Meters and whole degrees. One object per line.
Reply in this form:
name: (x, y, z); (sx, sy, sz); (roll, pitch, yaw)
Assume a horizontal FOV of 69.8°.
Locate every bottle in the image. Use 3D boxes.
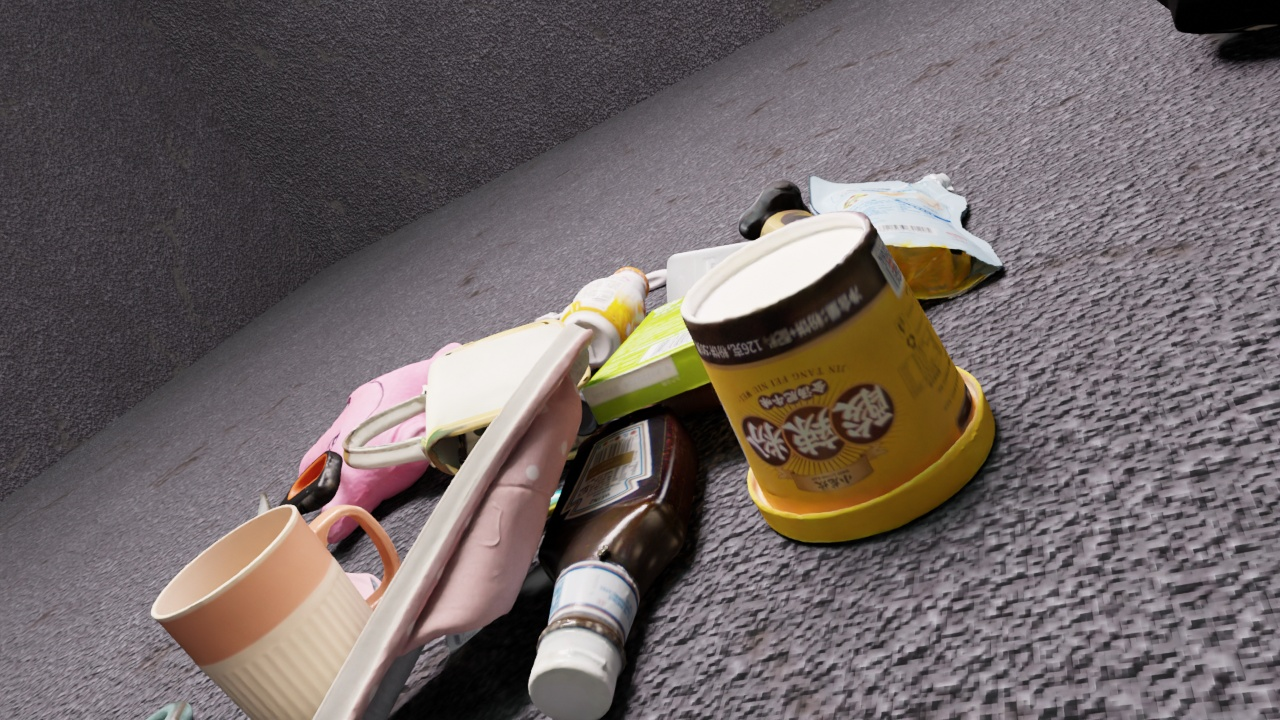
bottle: (-0.025, -0.041, 0.778); (0.063, 0.063, 0.108); (-19, 23, 31)
bottle: (-0.015, 0.093, 0.458); (0.080, 0.044, 0.194); (-27, 20, 21)

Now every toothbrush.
toothbrush: (-0.039, -0.061, 0.927); (0.181, 0.016, 0.016); (-18, 17, 35)
toothbrush: (-0.004, 0.004, 0.650); (0.027, 0.026, 0.212); (-25, 7, 24)

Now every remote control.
remote control: (0.066, -0.061, 0.712); (0.020, 0.056, 0.136); (-3, 1, -34)

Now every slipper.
slipper: (-0.084, 0.099, 0.460); (0.273, 0.054, 0.114); (-60, 4, -23)

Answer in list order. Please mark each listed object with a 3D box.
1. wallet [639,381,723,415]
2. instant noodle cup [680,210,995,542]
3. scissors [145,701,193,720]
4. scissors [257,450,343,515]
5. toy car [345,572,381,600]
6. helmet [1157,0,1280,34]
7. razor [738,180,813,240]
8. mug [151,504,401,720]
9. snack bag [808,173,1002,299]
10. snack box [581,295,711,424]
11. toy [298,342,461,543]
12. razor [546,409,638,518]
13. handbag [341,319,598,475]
wallet: (0.059, -0.004, 0.613); (0.124, 0.032, 0.101); (-42, 19, -31)
instant noodle cup: (0.085, 0.003, 0.423); (0.118, 0.114, 0.118); (-26, 20, 10)
scissors: (-0.279, 0.248, 0.503); (0.170, 0.019, 0.171); (-21, 20, 22)
scissors: (-0.293, 0.142, 0.729); (0.228, 0.021, 0.220); (-48, 26, 17)
toy car: (-0.213, 0.160, 0.597); (0.123, 0.037, 0.056); (-12, 28, 42)
helmet: (0.430, -0.326, 0.567); (0.233, 0.230, 0.275); (-48, 34, -19)
razor: (0.123, -0.091, 0.692); (0.062, 0.068, 0.167); (-5, 24, -9)
mug: (-0.181, 0.136, 0.499); (0.082, 0.106, 0.114); (-9, 28, 47)
snack bag: (0.173, -0.094, 0.627); (0.110, 0.039, 0.190); (-6, 26, 11)
snack box: (0.027, -0.014, 0.576); (0.086, 0.026, 0.156); (-23, 12, 23)
toy: (-0.227, 0.074, 0.771); (0.179, 0.074, 0.194); (-29, 30, 21)
razor: (-0.046, 0.076, 0.569); (0.132, 0.028, 0.043); (-31, -13, -6)
handbag: (-0.124, 0.039, 0.669); (0.178, 0.063, 0.163); (-16, 21, -7)
